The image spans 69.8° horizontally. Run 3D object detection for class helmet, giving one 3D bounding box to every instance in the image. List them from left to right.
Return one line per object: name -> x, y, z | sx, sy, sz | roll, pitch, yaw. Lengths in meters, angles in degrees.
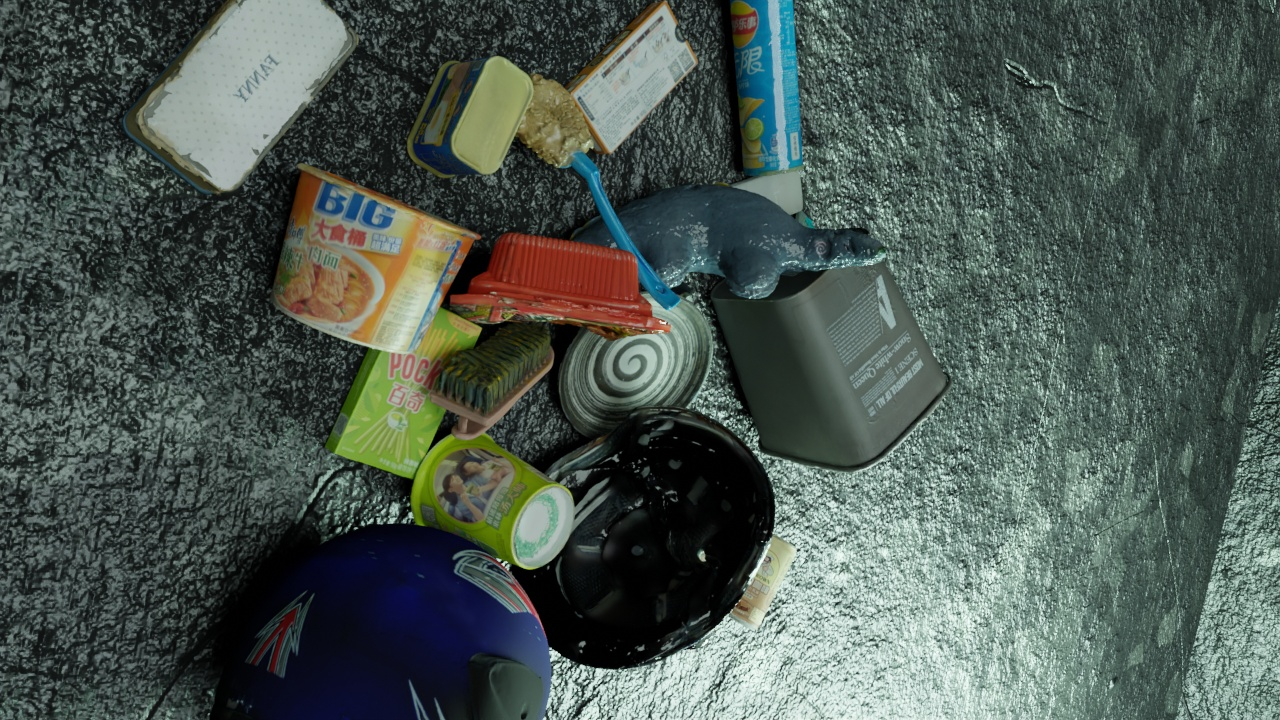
helmet -> -0.191, 0.281, 0.777 | 0.239, 0.248, 0.316 | -54, 137, -38
helmet -> 0.008, 0.186, 0.948 | 0.273, 0.230, 0.157 | -47, 163, -9

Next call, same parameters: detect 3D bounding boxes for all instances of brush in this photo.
brush -> -0.130, 0.015, 0.859 | 0.145, 0.063, 0.073 | -46, 151, -54
brush -> -0.041, -0.154, 0.856 | 0.254, 0.046, 0.083 | 56, 36, -5

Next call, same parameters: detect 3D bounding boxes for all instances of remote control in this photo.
remote control -> 0.131, -0.183, 1.063 | 0.149, 0.021, 0.058 | -24, 114, -32

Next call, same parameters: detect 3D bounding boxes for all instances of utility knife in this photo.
utility knife -> 0.243, -0.128, 1.169 | 0.182, 0.013, 0.029 | 42, 75, -36

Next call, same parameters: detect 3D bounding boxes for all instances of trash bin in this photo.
trash bin -> 0.211, -0.020, 1.062 | 0.198, 0.199, 0.220 | -39, 115, -26

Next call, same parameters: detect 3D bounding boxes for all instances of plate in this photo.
plate -> -0.006, 0.006, 0.960 | 0.179, 0.024, 0.180 | -13, 122, -22

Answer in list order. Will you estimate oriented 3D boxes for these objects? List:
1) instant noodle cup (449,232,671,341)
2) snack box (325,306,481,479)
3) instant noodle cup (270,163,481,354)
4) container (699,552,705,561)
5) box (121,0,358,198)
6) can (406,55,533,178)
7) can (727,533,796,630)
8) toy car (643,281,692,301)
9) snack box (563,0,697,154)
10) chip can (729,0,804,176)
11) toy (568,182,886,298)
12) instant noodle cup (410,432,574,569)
instant noodle cup -> -0.070, -0.062, 0.805 | 0.188, 0.164, 0.079 | 8, 90, -13
snack box -> -0.214, 0.022, 0.834 | 0.085, 0.026, 0.156 | 29, 82, -40
instant noodle cup -> -0.218, -0.078, 0.738 | 0.151, 0.151, 0.111 | 19, 96, -39
container -> 0.070, 0.222, 1.064 | 0.090, 0.090, 0.110 | 37, 74, -38
box -> -0.303, -0.206, 0.693 | 0.184, 0.061, 0.090 | -54, 126, -14
can -> -0.147, -0.211, 0.797 | 0.057, 0.083, 0.102 | 28, 82, -39
can -> 0.146, 0.275, 1.153 | 0.058, 0.059, 0.116 | 40, 75, -37
toy car -> 0.016, -0.057, 0.989 | 0.090, 0.043, 0.034 | -34, 146, -25
snack box -> -0.010, -0.285, 0.927 | 0.153, 0.026, 0.075 | -49, 126, -18
chip can -> 0.138, -0.313, 1.009 | 0.071, 0.071, 0.210 | -20, 112, -34
toy -> 0.069, -0.125, 0.941 | 0.356, 0.137, 0.092 | -1, 128, -7
instant noodle cup -> -0.130, 0.134, 0.847 | 0.111, 0.123, 0.112 | -25, 123, -45
